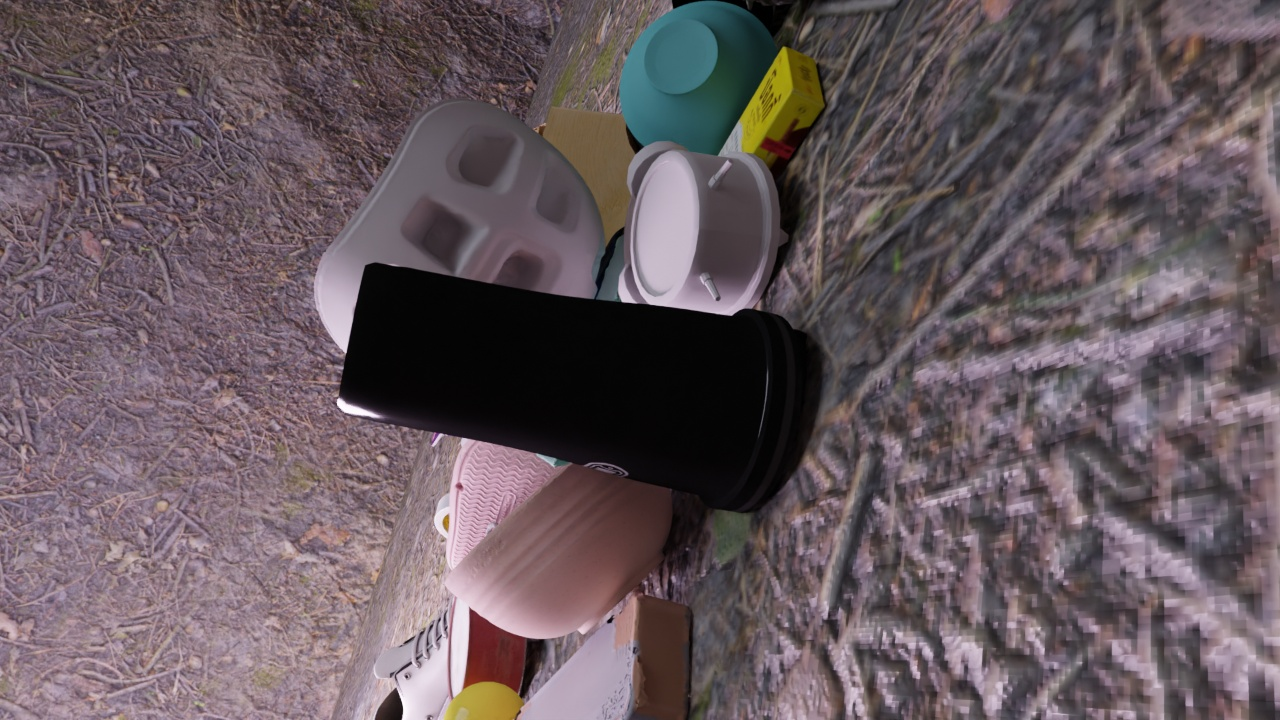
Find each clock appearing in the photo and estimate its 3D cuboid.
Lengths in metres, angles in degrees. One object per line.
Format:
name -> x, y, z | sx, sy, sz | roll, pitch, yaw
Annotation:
clock -> 0.030, -0.082, 0.590 | 0.159, 0.061, 0.120 | -163, 77, -65
clock -> -0.125, 0.220, 0.788 | 0.110, 0.062, 0.156 | 156, 119, -69

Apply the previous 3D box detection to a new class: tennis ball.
tennis ball -> -0.116, 0.277, 0.692 | 0.065, 0.065, 0.065 | -161, 91, -75

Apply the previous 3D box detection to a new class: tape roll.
tape roll -> -0.161, 0.163, 0.932 | 0.094, 0.094, 0.019 | 126, 158, -46

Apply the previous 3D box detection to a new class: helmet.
helmet -> -0.130, -0.071, 0.723 | 0.224, 0.184, 0.283 | -53, 12, -9

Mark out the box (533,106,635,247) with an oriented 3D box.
box -> -0.079, -0.133, 0.962 | 0.185, 0.141, 0.248 | -28, 44, 58

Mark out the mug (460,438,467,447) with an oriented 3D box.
mug -> -0.137, 0.059, 1.032 | 0.096, 0.083, 0.119 | -65, -13, 20

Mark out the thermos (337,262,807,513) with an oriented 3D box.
thermos -> -0.031, 0.009, 0.456 | 0.106, 0.218, 0.106 | -170, 91, -74

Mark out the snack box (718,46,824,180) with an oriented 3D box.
snack box -> 0.072, -0.132, 0.621 | 0.061, 0.025, 0.149 | -87, 22, -45

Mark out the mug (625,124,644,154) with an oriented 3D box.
mug -> 0.044, -0.211, 0.735 | 0.111, 0.085, 0.081 | -26, 33, 20

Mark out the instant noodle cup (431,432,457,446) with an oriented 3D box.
instant noodle cup -> -0.124, 0.042, 0.901 | 0.121, 0.122, 0.137 | -107, 40, -66

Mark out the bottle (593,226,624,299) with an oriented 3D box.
bottle -> -0.027, -0.048, 0.801 | 0.056, 0.056, 0.161 | -85, 21, -43

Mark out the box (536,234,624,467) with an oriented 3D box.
box -> 0.000, 0.006, 0.700 | 0.077, 0.080, 0.189 | 3, -68, -63

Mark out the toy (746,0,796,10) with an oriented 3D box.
toy -> 0.113, -0.298, 0.604 | 0.133, 0.076, 0.176 | -67, 23, 12

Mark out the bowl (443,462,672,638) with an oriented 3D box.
bowl -> -0.035, 0.113, 0.548 | 0.153, 0.076, 0.153 | -41, -8, -7

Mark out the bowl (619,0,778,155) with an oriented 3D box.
bowl -> 0.035, -0.207, 0.652 | 0.121, 0.121, 0.046 | -70, -20, 2

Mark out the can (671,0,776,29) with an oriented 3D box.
can -> 0.079, -0.329, 0.730 | 0.080, 0.080, 0.145 | 144, 144, -65

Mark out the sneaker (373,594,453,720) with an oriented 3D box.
sneaker -> -0.222, 0.309, 0.957 | 0.091, 0.097, 0.246 | -97, 30, -58

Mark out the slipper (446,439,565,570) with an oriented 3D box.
slipper -> -0.123, 0.127, 0.837 | 0.055, 0.106, 0.222 | -91, 20, -53

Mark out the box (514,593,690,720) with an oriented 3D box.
box -> -0.035, 0.241, 0.517 | 0.217, 0.043, 0.150 | 126, 153, -44
